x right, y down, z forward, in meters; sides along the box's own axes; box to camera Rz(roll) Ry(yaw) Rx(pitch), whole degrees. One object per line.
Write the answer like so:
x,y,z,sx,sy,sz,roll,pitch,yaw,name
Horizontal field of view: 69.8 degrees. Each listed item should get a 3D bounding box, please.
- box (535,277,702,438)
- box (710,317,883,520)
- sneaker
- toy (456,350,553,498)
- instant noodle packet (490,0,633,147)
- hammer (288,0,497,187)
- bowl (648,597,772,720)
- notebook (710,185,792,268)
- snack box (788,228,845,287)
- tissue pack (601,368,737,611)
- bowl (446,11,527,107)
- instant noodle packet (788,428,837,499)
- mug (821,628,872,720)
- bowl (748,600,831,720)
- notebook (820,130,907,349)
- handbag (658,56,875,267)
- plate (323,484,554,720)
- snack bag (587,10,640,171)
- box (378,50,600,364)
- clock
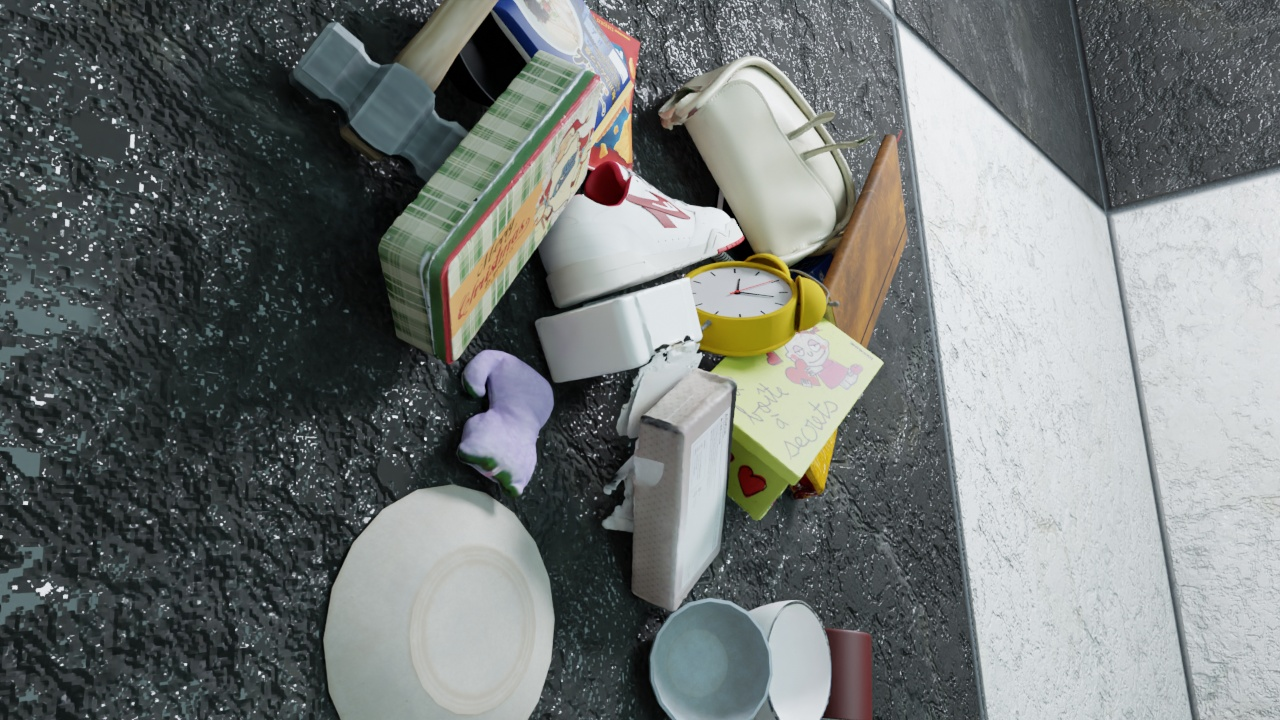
-0.003,0.010,0.731,0.109,0.103,0.130,-27,103,-52,box
0.128,0.037,0.861,0.124,0.082,0.220,40,39,12,box
0.001,-0.123,0.792,0.235,0.091,0.104,-23,94,-46,sneaker
-0.100,0.041,0.656,0.080,0.037,0.099,40,46,-25,toy
-0.059,-0.242,0.704,0.134,0.026,0.086,51,49,-29,instant noodle packet
-0.092,-0.270,0.616,0.117,0.051,0.322,38,82,-26,hammer
0.053,0.252,0.760,0.106,0.039,0.106,4,75,-16,bowl
0.147,-0.129,1.024,0.206,0.016,0.148,34,54,-41,notebook
0.218,-0.104,1.044,0.206,0.057,0.056,-40,110,-50,snack box
0.024,0.103,0.732,0.103,0.071,0.182,-39,143,-46,tissue pack
-0.114,-0.234,0.700,0.124,0.053,0.124,18,67,-47,bowl
0.174,0.072,0.981,0.098,0.040,0.135,49,44,-29,instant noodle packet
0.176,0.308,0.902,0.105,0.073,0.082,12,68,-17,mug
0.117,0.277,0.832,0.116,0.066,0.116,17,67,-48,bowl
0.256,-0.109,1.021,0.248,0.014,0.178,-63,148,-27,notebook
0.138,-0.203,0.928,0.229,0.132,0.183,56,48,-21,handbag
-0.116,0.175,0.603,0.188,0.027,0.188,18,67,-47,plate
-0.047,-0.234,0.792,0.130,0.039,0.144,14,75,-49,snack bag
-0.095,-0.104,0.621,0.205,0.050,0.118,-59,169,-31,box
0.102,-0.055,0.851,0.151,0.113,0.052,-18,127,-22,clock
